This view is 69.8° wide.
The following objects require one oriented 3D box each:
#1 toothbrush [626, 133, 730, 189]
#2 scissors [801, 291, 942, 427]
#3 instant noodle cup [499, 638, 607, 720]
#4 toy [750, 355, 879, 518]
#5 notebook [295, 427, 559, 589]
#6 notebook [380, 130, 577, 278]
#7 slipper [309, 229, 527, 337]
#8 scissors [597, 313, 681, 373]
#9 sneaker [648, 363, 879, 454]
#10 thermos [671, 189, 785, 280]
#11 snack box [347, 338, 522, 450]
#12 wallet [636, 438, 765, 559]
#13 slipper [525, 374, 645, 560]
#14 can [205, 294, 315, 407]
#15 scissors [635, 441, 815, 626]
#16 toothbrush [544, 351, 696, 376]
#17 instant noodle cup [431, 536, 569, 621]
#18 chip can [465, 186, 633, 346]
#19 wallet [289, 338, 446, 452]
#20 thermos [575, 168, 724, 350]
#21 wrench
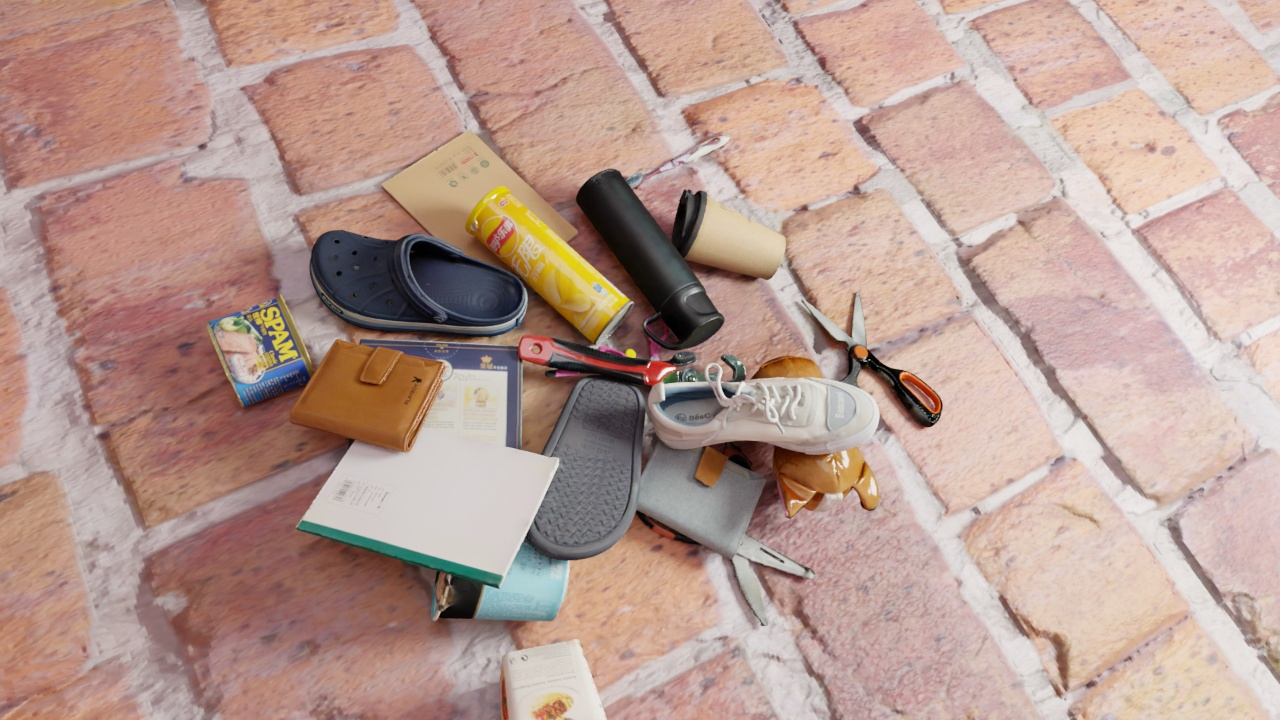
[{"bbox_3d":[0.051,-0.274,1.248,0.187,0.017,0.016,-31,74,-24],"label":"toothbrush"},{"bbox_3d":[0.284,0.013,1.156,0.232,0.022,0.220,29,56,2],"label":"scissors"},{"bbox_3d":[-0.083,0.339,0.858,0.116,0.117,0.124,-7,53,-16],"label":"instant noodle cup"},{"bbox_3d":[0.180,0.094,1.036,0.140,0.131,0.199,-10,45,-16],"label":"toy"},{"bbox_3d":[-0.201,0.129,0.884,0.209,0.012,0.150,12,47,13],"label":"notebook"},{"bbox_3d":[-0.201,-0.190,1.153,0.207,0.008,0.147,44,63,10],"label":"notebook"},{"bbox_3d":[-0.253,-0.090,1.040,0.253,0.095,0.104,13,58,-5],"label":"slipper"},{"bbox_3d":[0.013,-0.001,1.103,0.133,0.017,0.134,21,59,-7],"label":"scissors"},{"bbox_3d":[0.125,0.045,0.963,0.242,0.091,0.089,-2,58,15],"label":"sneaker"},{"bbox_3d":[0.107,-0.154,1.163,0.143,0.093,0.092,18,61,-11],"label":"thermos"},{"bbox_3d":[-0.220,0.068,0.996,0.178,0.046,0.182,3,63,-10],"label":"snack box"},{"bbox_3d":[0.065,0.143,1.009,0.130,0.037,0.106,27,62,1],"label":"wallet"},{"bbox_3d":[-0.054,0.123,0.984,0.110,0.083,0.267,16,38,-1],"label":"slipper"},{"bbox_3d":[-0.407,-0.009,0.987,0.083,0.057,0.102,-24,70,-20],"label":"can"},{"bbox_3d":[0.092,0.188,1.022,0.189,0.015,0.222,-4,64,-15],"label":"scissors"},{"bbox_3d":[-0.020,0.005,1.070,0.189,0.018,0.014,-6,57,-21],"label":"toothbrush"},{"bbox_3d":[-0.137,0.213,0.913,0.120,0.111,0.111,14,61,-15],"label":"instant noodle cup"},{"bbox_3d":[-0.108,-0.113,1.091,0.213,0.072,0.071,41,62,5],"label":"chip can"},{"bbox_3d":[-0.277,0.034,0.943,0.132,0.031,0.107,13,57,12],"label":"wallet"},{"bbox_3d":[0.002,-0.121,1.125,0.090,0.068,0.242,-29,70,-13],"label":"thermos"},{"bbox_3d":[-0.006,0.006,1.059,0.273,0.016,0.056,7,74,-16],"label":"wrench"}]
